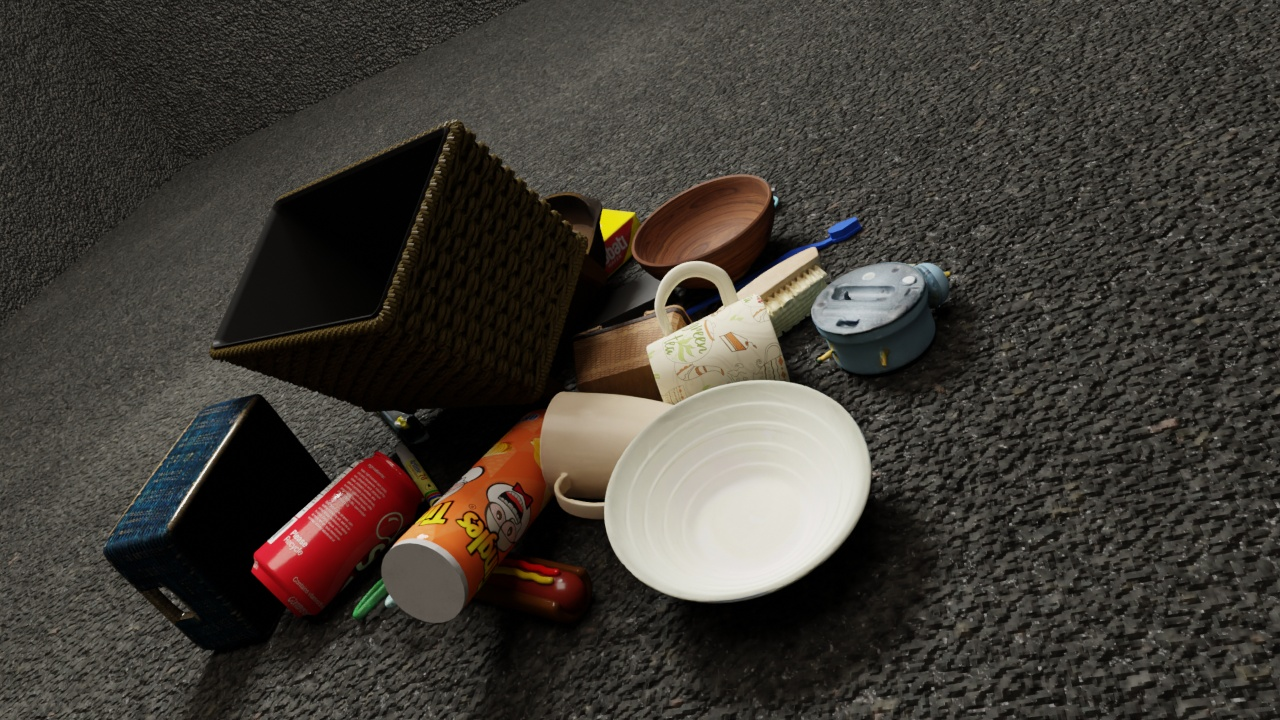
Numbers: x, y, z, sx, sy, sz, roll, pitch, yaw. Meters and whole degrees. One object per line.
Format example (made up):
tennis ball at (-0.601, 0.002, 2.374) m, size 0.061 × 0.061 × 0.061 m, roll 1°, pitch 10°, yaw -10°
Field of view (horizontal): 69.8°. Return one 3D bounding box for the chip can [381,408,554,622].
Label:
chip can at (-0.109, 0.107, 0.687) m, size 0.062 × 0.062 × 0.209 m, roll -14°, pitch 16°, yaw 24°

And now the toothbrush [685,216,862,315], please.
toothbrush at (0.125, -0.090, 0.884) m, size 0.187 × 0.011 × 0.016 m, roll -27°, pitch 31°, yaw 6°

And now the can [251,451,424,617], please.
can at (-0.262, 0.151, 0.800) m, size 0.142 × 0.074 × 0.074 m, roll -46°, pitch 34°, yaw -24°

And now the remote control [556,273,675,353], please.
remote control at (-0.029, -0.053, 0.959) m, size 0.133 × 0.013 × 0.058 m, roll -24°, pitch 31°, yaw 9°

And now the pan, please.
pan at (-0.111, -0.041, 0.951) m, size 0.249 × 0.043 × 0.355 m, roll -37°, pitch 38°, yaw 16°

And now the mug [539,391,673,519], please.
mug at (-0.017, 0.075, 0.691) m, size 0.104 × 0.085 × 0.111 m, roll 0°, pitch 36°, yaw 19°

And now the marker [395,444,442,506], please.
marker at (-0.212, 0.110, 0.877) m, size 0.014 × 0.014 × 0.132 m, roll -38°, pitch 32°, yaw -13°

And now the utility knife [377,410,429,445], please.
utility knife at (-0.262, 0.059, 0.990) m, size 0.028 × 0.020 × 0.171 m, roll -41°, pitch 34°, yaw -15°

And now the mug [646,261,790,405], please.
mug at (0.053, -0.019, 0.728) m, size 0.097 × 0.122 × 0.081 m, roll -19°, pitch 4°, yaw 4°

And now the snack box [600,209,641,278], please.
snack box at (-0.085, -0.143, 1.108) m, size 0.092 × 0.042 × 0.201 m, roll -44°, pitch 34°, yaw -20°

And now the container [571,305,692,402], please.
container at (-0.005, 0.005, 0.813) m, size 0.114 × 0.063 × 0.061 m, roll -16°, pitch 41°, yaw 22°

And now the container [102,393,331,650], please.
container at (-0.368, 0.143, 0.833) m, size 0.071 × 0.145 × 0.187 m, roll -15°, pitch 34°, yaw 17°

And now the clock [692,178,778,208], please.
clock at (0.099, -0.168, 0.989) m, size 0.087 × 0.042 × 0.123 m, roll -41°, pitch 31°, yaw -17°

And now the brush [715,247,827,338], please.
brush at (0.116, -0.046, 0.795) m, size 0.117 × 0.049 × 0.039 m, roll -36°, pitch 50°, yaw -9°

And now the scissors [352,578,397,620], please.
scissors at (-0.184, 0.165, 0.750) m, size 0.128 × 0.012 × 0.120 m, roll -46°, pitch 14°, yaw -18°

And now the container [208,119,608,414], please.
container at (-0.202, -0.051, 0.828) m, size 0.322 × 0.205 × 0.176 m, roll -5°, pitch 62°, yaw 45°

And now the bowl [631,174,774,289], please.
bowl at (0.072, -0.113, 0.907) m, size 0.147 × 0.069 × 0.147 m, roll -22°, pitch 33°, yaw 15°

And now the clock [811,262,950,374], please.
clock at (0.190, -0.041, 0.721) m, size 0.089 × 0.052 × 0.124 m, roll 3°, pitch 43°, yaw 45°

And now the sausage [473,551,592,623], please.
sausage at (-0.099, 0.162, 0.682) m, size 0.156 × 0.040 × 0.040 m, roll 1°, pitch 42°, yaw 41°

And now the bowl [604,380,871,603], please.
bowl at (0.068, 0.096, 0.607) m, size 0.177 × 0.058 × 0.176 m, roll -15°, pitch 41°, yaw 13°
